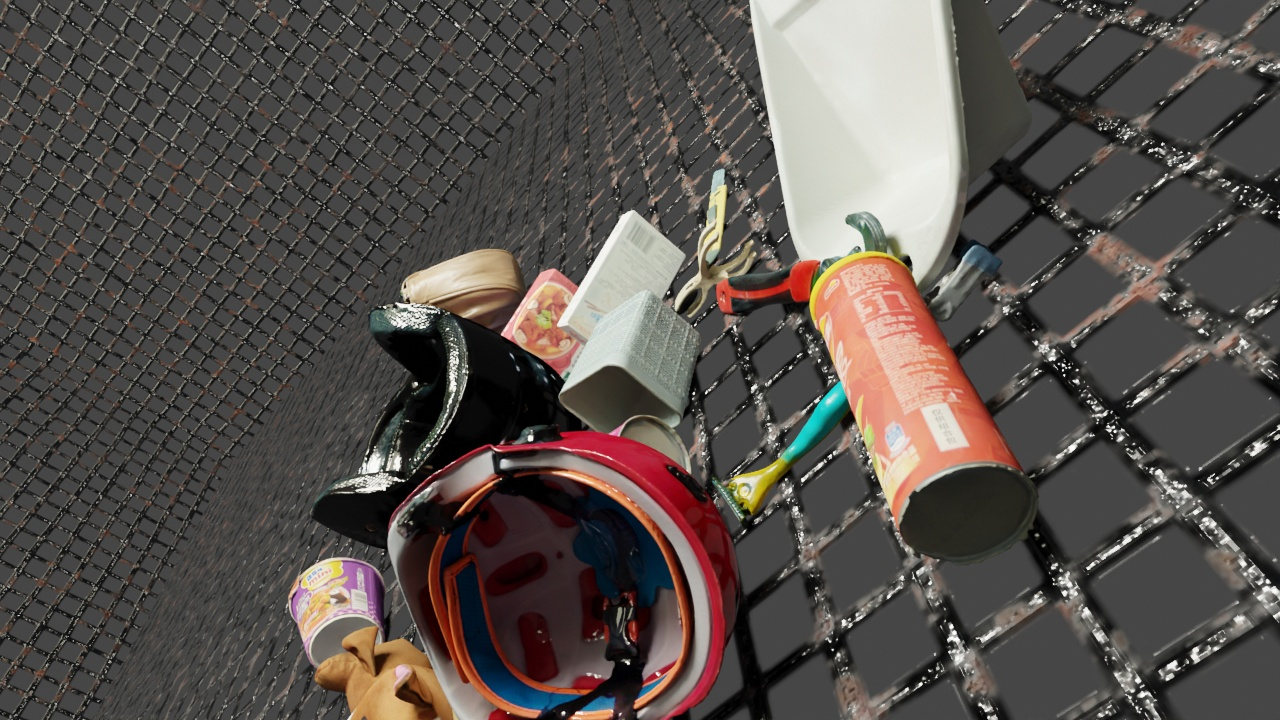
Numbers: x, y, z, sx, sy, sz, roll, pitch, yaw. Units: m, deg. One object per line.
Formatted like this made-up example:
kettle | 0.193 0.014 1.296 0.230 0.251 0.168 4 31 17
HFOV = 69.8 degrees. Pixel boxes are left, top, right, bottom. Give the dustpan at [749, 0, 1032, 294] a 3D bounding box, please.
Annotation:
dustpan | 0.154 -0.176 0.664 0.142 0.258 0.223 -39 9 -20

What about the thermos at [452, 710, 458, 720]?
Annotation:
thermos | -0.118 0.238 0.738 0.093 0.093 0.143 -44 32 19

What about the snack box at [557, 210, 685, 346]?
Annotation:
snack box | -0.018 -0.078 1.004 0.027 0.084 0.156 -7 50 59

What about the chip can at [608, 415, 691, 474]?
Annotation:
chip can | -0.050 0.116 0.745 0.211 0.071 0.071 -37 27 43

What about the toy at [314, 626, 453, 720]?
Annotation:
toy | -0.210 0.301 0.773 0.130 0.140 0.200 -33 14 -33

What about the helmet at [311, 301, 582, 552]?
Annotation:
helmet | -0.193 0.084 0.921 0.276 0.230 0.233 -40 35 52

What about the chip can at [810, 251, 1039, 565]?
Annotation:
chip can | 0.156 0.016 0.535 0.073 0.073 0.216 -43 26 22

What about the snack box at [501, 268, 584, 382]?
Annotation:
snack box | -0.093 -0.017 1.022 0.127 0.113 0.044 -59 24 -14

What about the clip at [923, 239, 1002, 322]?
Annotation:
clip | 0.209 -0.051 0.603 0.058 0.026 0.038 -51 13 20

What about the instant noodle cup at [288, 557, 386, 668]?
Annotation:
instant noodle cup | -0.345 0.301 1.061 0.111 0.111 0.099 -51 31 4

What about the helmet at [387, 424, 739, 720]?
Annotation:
helmet | -0.031 0.135 0.601 0.241 0.207 0.143 -21 3 29

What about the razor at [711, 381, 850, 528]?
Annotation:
razor | 0.106 0.058 0.635 0.133 0.028 0.043 -49 46 17

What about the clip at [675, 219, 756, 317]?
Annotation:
clip | 0.081 -0.085 0.908 0.035 0.092 0.103 -93 10 -56

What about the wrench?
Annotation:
wrench | 0.120 -0.066 0.748 0.016 0.056 0.274 -13 -1 -19

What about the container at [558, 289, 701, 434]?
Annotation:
container | -0.005 0.005 0.853 0.090 0.090 0.111 -31 28 41

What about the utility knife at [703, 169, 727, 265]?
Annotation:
utility knife | 0.085 -0.165 1.033 0.031 0.020 0.195 -31 26 31

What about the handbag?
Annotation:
handbag | -0.209 -0.050 1.133 0.205 0.147 0.099 101 155 -65

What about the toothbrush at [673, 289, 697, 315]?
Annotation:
toothbrush | -0.005 -0.008 0.970 0.190 0.014 0.016 -47 22 17
